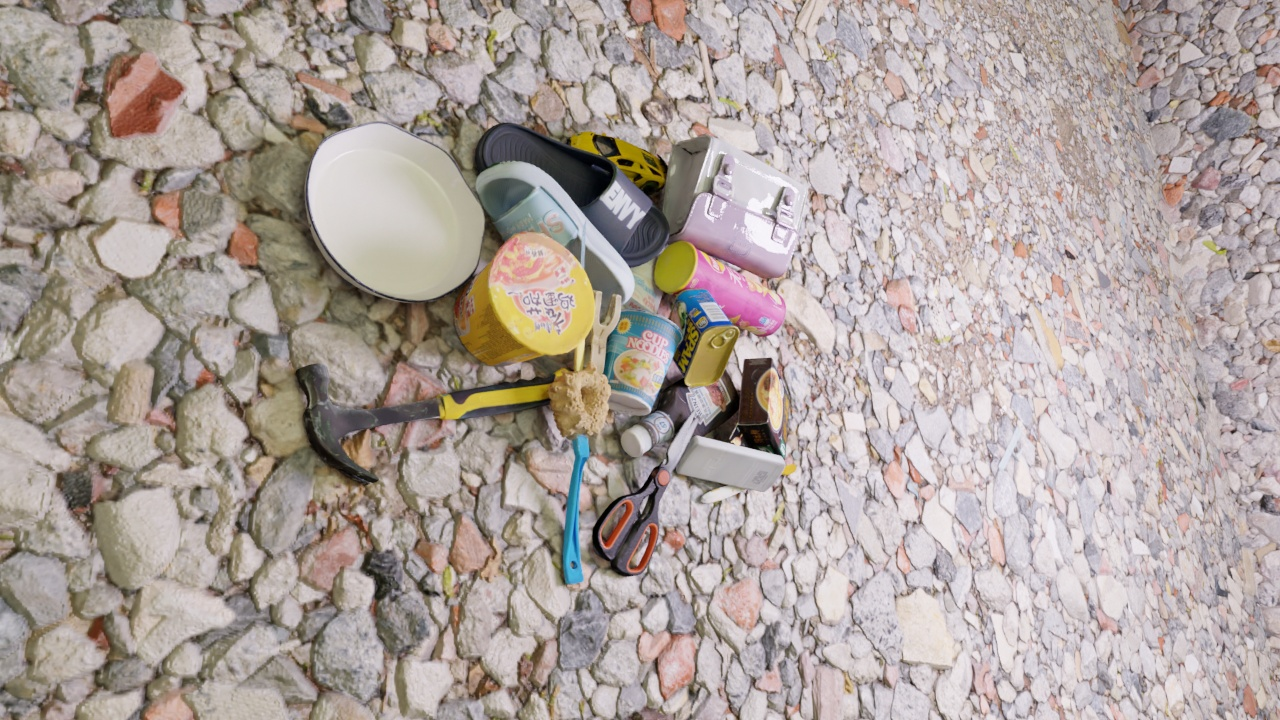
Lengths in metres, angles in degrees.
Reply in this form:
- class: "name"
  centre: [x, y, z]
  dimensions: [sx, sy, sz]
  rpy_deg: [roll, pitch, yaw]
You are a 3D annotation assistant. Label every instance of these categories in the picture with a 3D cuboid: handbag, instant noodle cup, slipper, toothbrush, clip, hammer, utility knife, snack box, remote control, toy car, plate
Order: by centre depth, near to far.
- class: "hammer"
  centre: [-0.202, 0.052, 0.994]
  dimensions: [0.322, 0.032, 0.126]
  rpy_deg: [-8, 80, -42]
- class: "plate"
  centre: [-0.270, -0.156, 1.002]
  dimensions: [0.204, 0.046, 0.204]
  rpy_deg: [14, 67, -36]
- class: "instant noodle cup"
  centre: [-0.137, -0.059, 1.034]
  dimensions: [0.138, 0.110, 0.138]
  rpy_deg: [14, 66, -36]
- class: "utility knife"
  centre: [-0.068, -0.060, 1.080]
  dimensions: [0.030, 0.022, 0.211]
  rpy_deg: [-70, 170, -69]
- class: "slipper"
  centre: [-0.106, -0.137, 1.099]
  dimensions: [0.245, 0.104, 0.074]
  rpy_deg: [43, 53, -29]
- class: "clip"
  centre: [-0.051, -0.034, 1.113]
  dimensions: [0.034, 0.071, 0.100]
  rpy_deg: [12, 98, -19]
- class: "slipper"
  centre: [-0.075, -0.204, 1.130]
  dimensions: [0.268, 0.083, 0.110]
  rpy_deg: [29, 78, -19]
- class: "instant noodle cup"
  centre: [-0.007, 0.007, 1.139]
  dimensions: [0.099, 0.099, 0.109]
  rpy_deg: [29, 65, -30]
- class: "remote control"
  centre: [0.119, 0.136, 1.207]
  dimensions: [0.150, 0.058, 0.021]
  rpy_deg: [16, 32, -28]
- class: "toy car"
  centre: [-0.028, -0.269, 1.234]
  dimensions: [0.155, 0.041, 0.071]
  rpy_deg: [11, 44, -35]
- class: "snack box"
  centre: [0.003, -0.140, 1.238]
  dimensions: [0.084, 0.027, 0.156]
  rpy_deg: [35, 55, -26]
- class: "snack box"
  centre: [0.165, 0.078, 1.254]
  dimensions: [0.113, 0.053, 0.125]
  rpy_deg: [57, 35, -51]
- class: "handbag"
  centre: [0.129, -0.206, 1.262]
  dimensions: [0.196, 0.099, 0.145]
  rpy_deg: [17, 84, -35]
- class: "toothbrush"
  centre: [0.149, 0.169, 1.262]
  dimensions: [0.191, 0.018, 0.016]
  rpy_deg: [-12, 80, -40]

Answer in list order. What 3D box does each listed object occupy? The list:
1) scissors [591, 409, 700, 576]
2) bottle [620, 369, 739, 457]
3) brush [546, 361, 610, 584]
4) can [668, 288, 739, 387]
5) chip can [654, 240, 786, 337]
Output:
- class: "scissors"
  centre: [0.024, 0.164, 1.130]
  dimensions: [0.234, 0.022, 0.142]
  rpy_deg: [-36, 110, -35]
- class: "bottle"
  centre: [0.052, 0.071, 1.194]
  dimensions: [0.194, 0.044, 0.080]
  rpy_deg: [-27, 95, -42]
- class: "brush"
  centre: [-0.073, 0.127, 1.055]
  dimensions: [0.083, 0.046, 0.254]
  rpy_deg: [6, 84, -48]
- class: "can"
  centre: [0.074, -0.030, 1.187]
  dimensions: [0.057, 0.102, 0.083]
  rpy_deg: [-6, 44, -28]
- class: "chip can"
  centre: [0.115, -0.095, 1.266]
  dimensions: [0.210, 0.072, 0.071]
  rpy_deg: [22, 61, -43]
